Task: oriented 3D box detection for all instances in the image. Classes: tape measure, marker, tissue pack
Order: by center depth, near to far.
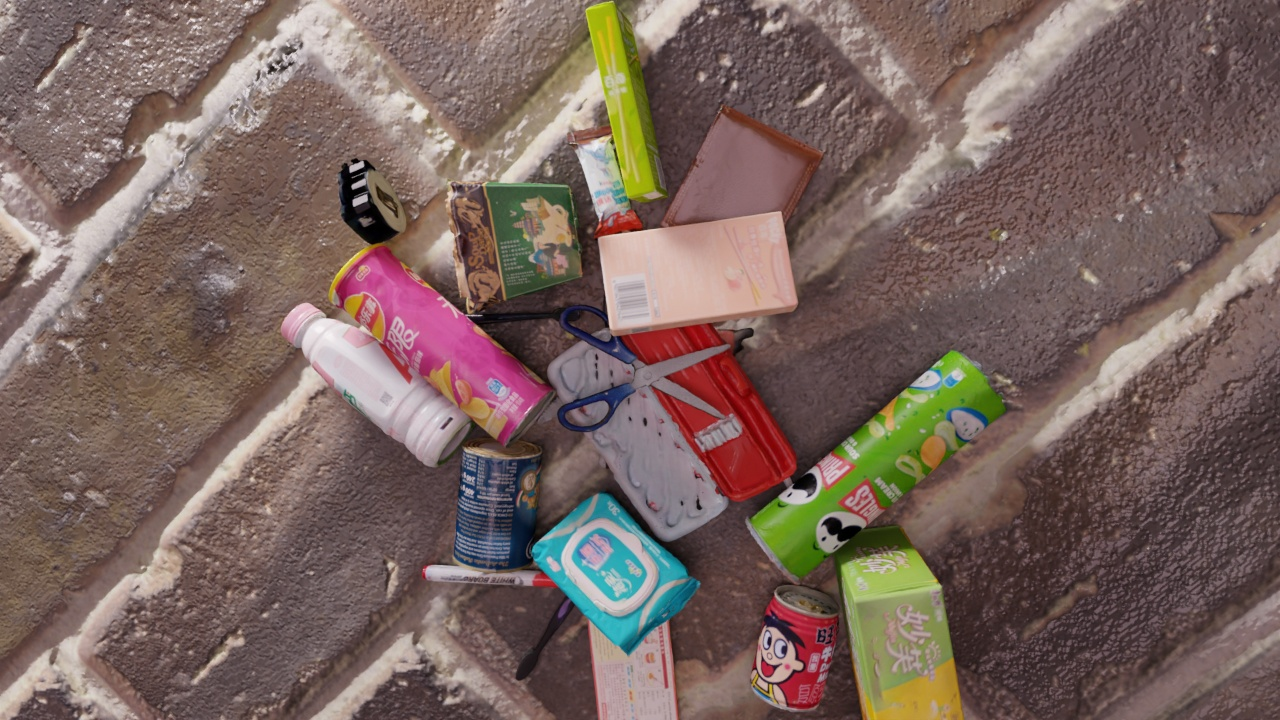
[{"bbox_3d":[-0.023,0.190,0.829,0.133,0.050,0.093,42,78,13],"label":"tissue pack"},{"bbox_3d":[-0.243,-0.140,0.833,0.034,0.066,0.065,-22,59,11],"label":"tape measure"},{"bbox_3d":[-0.141,0.210,0.891,0.145,0.017,0.017,1,98,8],"label":"marker"}]

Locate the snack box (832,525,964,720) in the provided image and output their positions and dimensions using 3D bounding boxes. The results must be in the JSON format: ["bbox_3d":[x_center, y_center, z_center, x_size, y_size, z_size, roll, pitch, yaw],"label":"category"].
[{"bbox_3d":[0.218,0.264,0.773,0.070,0.157,0.210,-11,96,6],"label":"snack box"}]

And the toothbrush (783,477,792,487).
[{"bbox_3d":[0.122,0.087,0.835,0.016,0.016,0.180,-26,93,9],"label":"toothbrush"}]

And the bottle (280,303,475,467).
[{"bbox_3d":[-0.248,0.018,0.858,0.197,0.068,0.068,37,101,6],"label":"bottle"}]

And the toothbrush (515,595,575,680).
[{"bbox_3d":[-0.069,0.234,0.888,0.014,0.016,0.189,32,98,-7],"label":"toothbrush"}]

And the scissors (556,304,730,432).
[{"bbox_3d":[-0.008,0.012,0.796,0.175,0.012,0.162,-41,87,20],"label":"scissors"}]

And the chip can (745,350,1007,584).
[{"bbox_3d":[0.201,0.090,0.786,0.236,0.072,0.072,-41,90,6],"label":"chip can"}]

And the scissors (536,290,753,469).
[{"bbox_3d":[-0.008,-0.008,0.842,0.226,0.015,0.189,-21,94,10],"label":"scissors"}]

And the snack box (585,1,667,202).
[{"bbox_3d":[-0.009,-0.214,0.779,0.026,0.085,0.156,-11,96,10],"label":"snack box"}]

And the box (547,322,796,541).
[{"bbox_3d":[0.027,0.049,0.821,0.158,0.039,0.201,-33,92,24],"label":"box"}]

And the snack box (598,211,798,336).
[{"bbox_3d":[0.047,-0.072,0.770,0.157,0.026,0.084,-8,78,0],"label":"snack box"}]

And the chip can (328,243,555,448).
[{"bbox_3d":[-0.177,-0.014,0.825,0.210,0.071,0.071,39,101,5],"label":"chip can"}]

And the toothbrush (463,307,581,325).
[{"bbox_3d":[-0.142,-0.040,0.860,0.181,0.018,0.016,-3,102,11],"label":"toothbrush"}]

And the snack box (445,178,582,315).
[{"bbox_3d":[-0.106,-0.105,0.804,0.105,0.117,0.118,-7,99,-3],"label":"snack box"}]

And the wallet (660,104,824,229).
[{"bbox_3d":[0.088,-0.147,0.803,0.101,0.032,0.125,27,101,1],"label":"wallet"}]

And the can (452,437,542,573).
[{"bbox_3d":[-0.132,0.131,0.849,0.075,0.075,0.111,7,98,7],"label":"can"}]

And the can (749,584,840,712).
[{"bbox_3d":[0.141,0.259,0.830,0.066,0.066,0.094,13,99,6],"label":"can"}]

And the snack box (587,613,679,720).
[{"bbox_3d":[-0.008,0.281,0.871,0.077,0.027,0.156,-5,97,2],"label":"snack box"}]

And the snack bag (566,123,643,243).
[{"bbox_3d":[-0.032,-0.158,0.820,0.048,0.026,0.104,-13,96,-2],"label":"snack bag"}]
